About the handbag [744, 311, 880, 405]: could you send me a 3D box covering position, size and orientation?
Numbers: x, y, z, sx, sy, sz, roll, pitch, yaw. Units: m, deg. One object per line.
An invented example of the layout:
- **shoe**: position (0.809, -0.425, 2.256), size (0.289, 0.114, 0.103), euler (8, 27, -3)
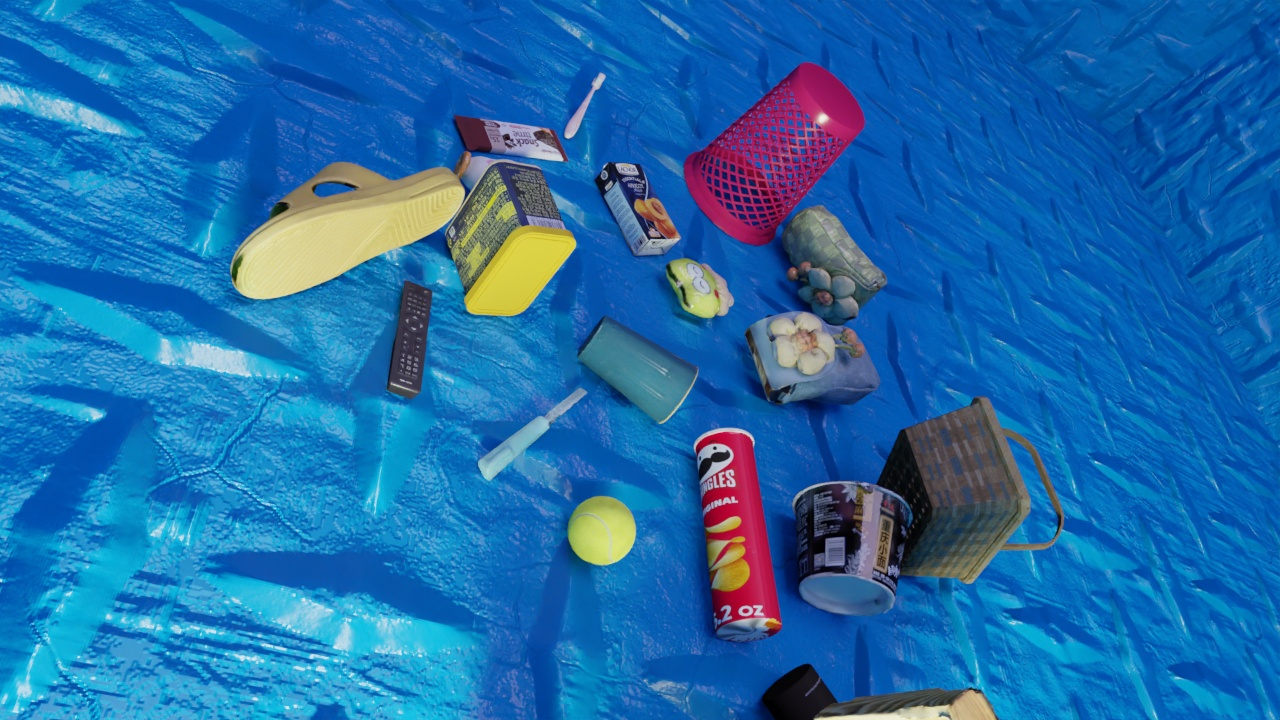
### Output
- **handbag**: position (0.237, -0.004, 1.219), size (0.191, 0.119, 0.121), euler (6, 55, -32)

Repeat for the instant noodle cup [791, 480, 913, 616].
- **instant noodle cup**: position (0.235, 0.218, 1.039), size (0.137, 0.138, 0.112), euler (30, 51, -20)

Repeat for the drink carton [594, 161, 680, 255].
- **drink carton**: position (-0.005, -0.204, 1.228), size (0.064, 0.040, 0.130), euler (-8, 64, -45)

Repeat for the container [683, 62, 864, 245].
- **container**: position (0.205, -0.312, 1.354), size (0.183, 0.226, 0.182), euler (23, 46, -26)

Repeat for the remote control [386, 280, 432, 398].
- **remote control**: position (-0.227, -0.023, 0.903), size (0.032, 0.015, 0.136), euler (22, 44, -28)

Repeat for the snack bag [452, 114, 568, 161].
- **snack bag**: position (-0.162, -0.283, 1.174), size (0.157, 0.013, 0.057), euler (-3, 63, -43)

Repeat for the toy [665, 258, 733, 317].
- **toy**: position (0.083, -0.095, 1.214), size (0.115, 0.046, 0.092), euler (2, 54, -50)

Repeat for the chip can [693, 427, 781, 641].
- **chip can**: position (0.102, 0.183, 0.985), size (0.069, 0.069, 0.220), euler (20, 48, -29)

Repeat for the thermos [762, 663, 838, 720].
- **thermos**: position (0.212, 0.414, 0.902), size (0.061, 0.061, 0.231), euler (-26, 78, -49)

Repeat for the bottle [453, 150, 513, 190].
- **bottle**: position (-0.163, -0.205, 1.070), size (0.108, 0.063, 0.063), euler (24, 45, -27)

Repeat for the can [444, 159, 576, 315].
- **can**: position (-0.142, -0.129, 0.973), size (0.075, 0.136, 0.104), euler (1, 56, -41)

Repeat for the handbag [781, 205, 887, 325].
- **handbag**: position (0.271, -0.138, 1.376), size (0.116, 0.113, 0.186), euler (-25, 73, -35)

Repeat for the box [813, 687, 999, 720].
- **box**: position (0.212, 0.415, 0.700), size (0.281, 0.316, 0.279), euler (-15, 67, -55)

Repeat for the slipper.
- **slipper**: position (-0.283, -0.144, 0.884), size (0.078, 0.100, 0.262), euler (48, 42, 9)

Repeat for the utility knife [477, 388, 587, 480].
- **utility knife**: position (-0.104, 0.068, 0.937), size (0.022, 0.016, 0.178), euler (49, 42, 1)

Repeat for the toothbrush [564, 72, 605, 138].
- **toothbrush**: position (-0.079, -0.365, 1.310), size (0.015, 0.018, 0.180), euler (34, 42, -15)

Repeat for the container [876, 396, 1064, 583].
- **container**: position (0.403, 0.161, 1.109), size (0.186, 0.250, 0.157), euler (-8, 57, -3)

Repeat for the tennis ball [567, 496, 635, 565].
- **tennis ball**: position (-0.037, 0.163, 0.881), size (0.065, 0.065, 0.065), euler (23, 46, -26)

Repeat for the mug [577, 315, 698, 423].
- **mug**: position (-0.006, 0.006, 1.034), size (0.121, 0.078, 0.078), euler (34, 41, -8)
